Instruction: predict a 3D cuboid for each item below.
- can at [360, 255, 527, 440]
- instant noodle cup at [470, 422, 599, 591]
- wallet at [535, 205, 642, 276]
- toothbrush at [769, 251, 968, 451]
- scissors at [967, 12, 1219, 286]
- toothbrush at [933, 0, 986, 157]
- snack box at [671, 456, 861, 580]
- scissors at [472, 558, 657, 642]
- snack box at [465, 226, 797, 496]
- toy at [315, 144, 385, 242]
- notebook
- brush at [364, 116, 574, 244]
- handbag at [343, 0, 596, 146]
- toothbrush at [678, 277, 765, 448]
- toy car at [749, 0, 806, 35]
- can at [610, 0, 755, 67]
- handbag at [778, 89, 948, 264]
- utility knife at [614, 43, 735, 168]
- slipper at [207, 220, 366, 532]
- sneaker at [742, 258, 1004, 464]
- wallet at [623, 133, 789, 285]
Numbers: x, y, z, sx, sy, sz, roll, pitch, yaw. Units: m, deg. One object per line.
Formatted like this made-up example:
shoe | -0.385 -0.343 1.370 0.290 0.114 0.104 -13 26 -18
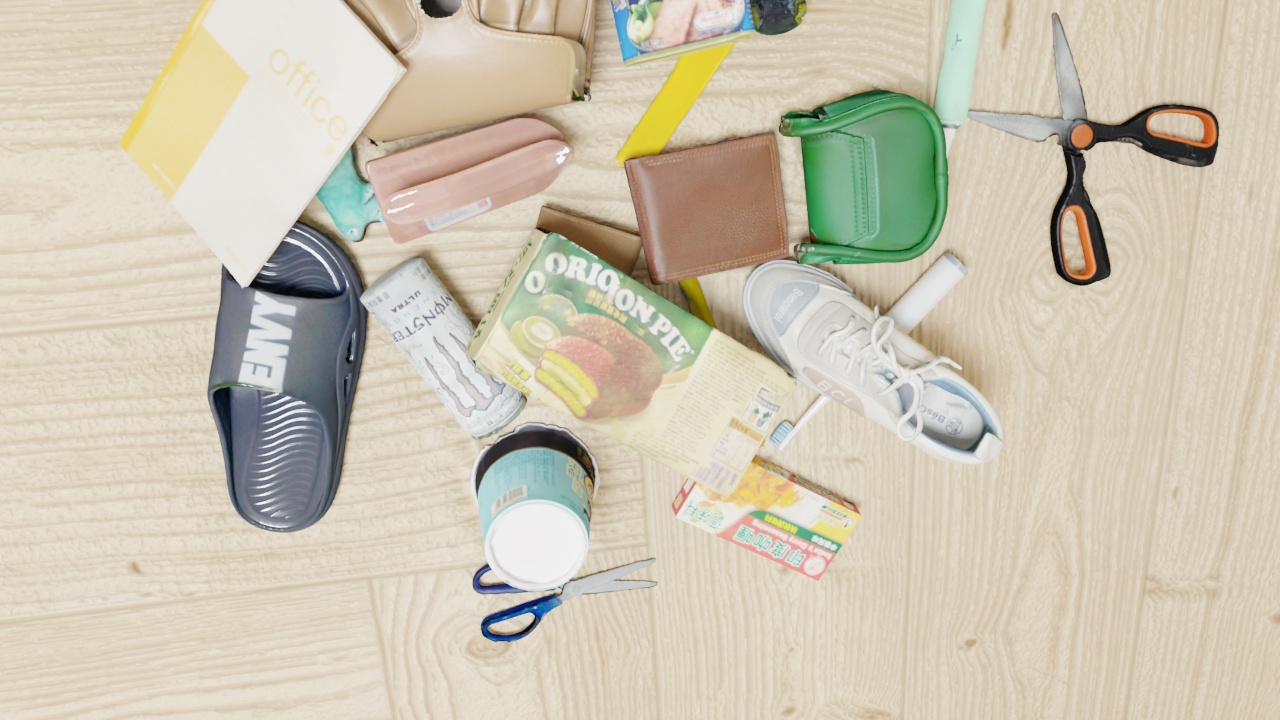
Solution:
can | -0.153 -0.009 0.725 0.058 0.058 0.147 -33 110 4
instant noodle cup | -0.084 0.124 0.747 0.111 0.120 0.111 -2 109 -7
wallet | -0.055 -0.058 0.736 0.090 0.033 0.115 14 105 -15
toothbrush | 0.193 -0.003 0.791 0.221 0.026 0.026 -47 66 9
scissors | 0.374 -0.171 0.763 0.234 0.021 0.221 -2 104 -7
toothbrush | 0.249 -0.222 0.724 0.027 0.026 0.225 14 111 29
snack box | 0.114 0.135 0.827 0.155 0.027 0.077 26 105 -15
scissors | -0.070 0.218 0.839 0.171 0.012 0.140 21 103 -15
snack box | -0.004 0.004 0.714 0.240 0.063 0.114 29 93 -21
toy | -0.221 -0.136 0.689 0.096 0.030 0.092 -30 115 -5
notebook | -0.264 -0.171 0.626 0.146 0.010 0.207 48 114 3
brush | -0.121 -0.136 0.671 0.145 0.073 0.063 -20 116 -11
handbag | -0.127 -0.236 0.628 0.204 0.099 0.148 -11 107 3
toothbrush | 0.067 -0.006 0.778 0.015 0.016 0.190 -25 110 0
toy car | 0.095 -0.287 0.674 0.043 0.036 0.091 -12 109 -5
can | 0.027 -0.262 0.654 0.102 0.057 0.083 -12 104 5
handbag | 0.173 -0.140 0.719 0.120 0.068 0.131 -12 110 -4
utility knife | 0.030 -0.210 0.704 0.033 0.015 0.154 34 102 -9
slipper | -0.275 0.026 0.709 0.110 0.083 0.268 5 109 -12
sneaker | 0.183 0.006 0.733 0.242 0.090 0.089 35 98 1
wallet | 0.055 -0.120 0.721 0.124 0.032 0.101 -14 106 -14
